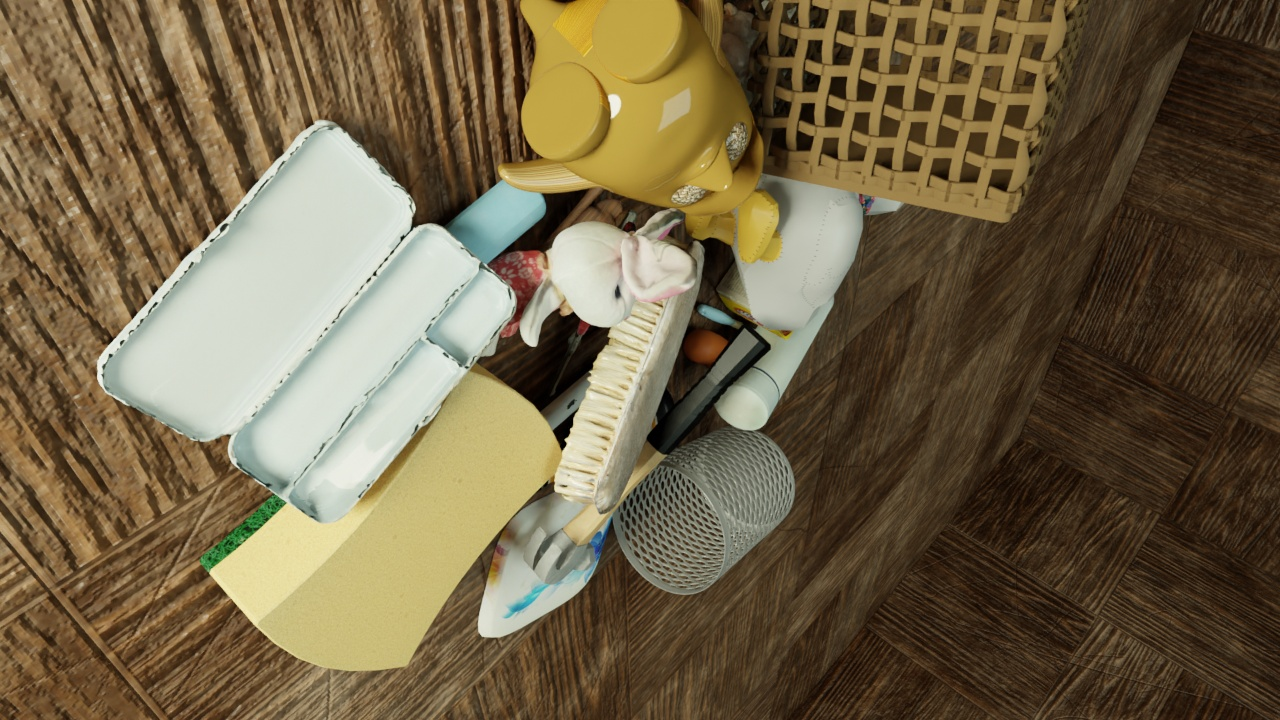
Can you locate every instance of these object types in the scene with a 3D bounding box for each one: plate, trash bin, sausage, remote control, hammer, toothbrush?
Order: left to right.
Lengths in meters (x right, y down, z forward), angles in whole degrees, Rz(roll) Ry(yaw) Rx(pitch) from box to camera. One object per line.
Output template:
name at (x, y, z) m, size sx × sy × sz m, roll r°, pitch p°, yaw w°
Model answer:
plate at (-0.096, 0.219, 1.020) m, size 0.186 × 0.016 × 0.187 m, roll -18°, pitch 132°, yaw -49°
remote control at (-0.071, 0.041, 0.888) m, size 0.146 × 0.008 × 0.045 m, roll -41°, pitch 160°, yaw -27°
hammer at (0.006, 0.096, 0.911) m, size 0.328 × 0.039 × 0.131 m, roll -48°, pitch 161°, yaw 9°
trash bin at (0.084, 0.170, 1.108) m, size 0.182 × 0.156 × 0.157 m, roll -22°, pitch 135°, yaw -50°
sausage at (0.094, -0.001, 1.072) m, size 0.044 × 0.039 × 0.164 m, roll -60°, pitch 151°, yaw -2°
toothbrush at (0.100, -0.045, 1.064) m, size 0.154 × 0.022 × 0.016 m, roll 18°, pitch 60°, yaw -60°

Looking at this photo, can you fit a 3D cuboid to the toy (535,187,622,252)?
toy at (-0.041, -0.114, 0.761) m, size 0.102 × 0.041 × 0.055 m, roll -49°, pitch 131°, yaw -1°

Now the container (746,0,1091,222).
container at (0.234, -0.278, 0.739) m, size 0.250 × 0.220 × 0.214 m, roll -48°, pitch 147°, yaw -46°

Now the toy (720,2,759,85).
toy at (0.059, -0.259, 0.757) m, size 0.105 × 0.074 × 0.085 m, roll -50°, pitch 137°, yaw -21°

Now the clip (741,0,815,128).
clip at (0.123, -0.264, 0.854) m, size 0.143 × 0.074 × 0.125 m, roll -51°, pitch 148°, yaw -23°

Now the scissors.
scissors at (-0.046, -0.042, 0.816) m, size 0.146 × 0.015 × 0.187 m, roll 160°, pitch -48°, yaw -78°

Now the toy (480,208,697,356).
toy at (-0.050, -0.059, 0.692) m, size 0.194 × 0.159 × 0.084 m, roll -22°, pitch 114°, yaw 6°

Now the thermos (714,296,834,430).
thermos at (0.160, -0.015, 1.072) m, size 0.229 × 0.068 × 0.068 m, roll -54°, pitch 155°, yaw -40°

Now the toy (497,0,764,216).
toy at (0.016, -0.171, 0.661) m, size 0.199 × 0.162 × 0.203 m, roll -42°, pitch 152°, yaw 17°

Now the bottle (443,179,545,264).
bottle at (-0.125, -0.084, 0.661) m, size 0.129 × 0.040 × 0.040 m, roll -44°, pitch 148°, yaw -22°

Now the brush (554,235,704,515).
brush at (-0.005, 0.005, 0.829) m, size 0.083 × 0.057 × 0.270 m, roll 71°, pitch 38°, yaw -68°

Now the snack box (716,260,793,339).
snack box at (0.152, -0.091, 1.027) m, size 0.105 × 0.083 × 0.061 m, roll -56°, pitch 152°, yaw -5°

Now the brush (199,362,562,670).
brush at (-0.187, 0.115, 0.723) m, size 0.250 × 0.075 × 0.195 m, roll -52°, pitch 150°, yaw -10°

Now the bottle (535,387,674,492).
bottle at (-0.044, 0.079, 0.920) m, size 0.181 × 0.059 × 0.059 m, roll -31°, pitch 141°, yaw -38°

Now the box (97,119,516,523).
box at (-0.200, -0.018, 0.582) m, size 0.192 × 0.061 × 0.209 m, roll 42°, pitch 80°, yaw -30°

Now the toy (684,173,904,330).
toy at (0.173, -0.143, 0.916) m, size 0.266 × 0.141 × 0.247 m, roll -10°, pitch 120°, yaw -38°
